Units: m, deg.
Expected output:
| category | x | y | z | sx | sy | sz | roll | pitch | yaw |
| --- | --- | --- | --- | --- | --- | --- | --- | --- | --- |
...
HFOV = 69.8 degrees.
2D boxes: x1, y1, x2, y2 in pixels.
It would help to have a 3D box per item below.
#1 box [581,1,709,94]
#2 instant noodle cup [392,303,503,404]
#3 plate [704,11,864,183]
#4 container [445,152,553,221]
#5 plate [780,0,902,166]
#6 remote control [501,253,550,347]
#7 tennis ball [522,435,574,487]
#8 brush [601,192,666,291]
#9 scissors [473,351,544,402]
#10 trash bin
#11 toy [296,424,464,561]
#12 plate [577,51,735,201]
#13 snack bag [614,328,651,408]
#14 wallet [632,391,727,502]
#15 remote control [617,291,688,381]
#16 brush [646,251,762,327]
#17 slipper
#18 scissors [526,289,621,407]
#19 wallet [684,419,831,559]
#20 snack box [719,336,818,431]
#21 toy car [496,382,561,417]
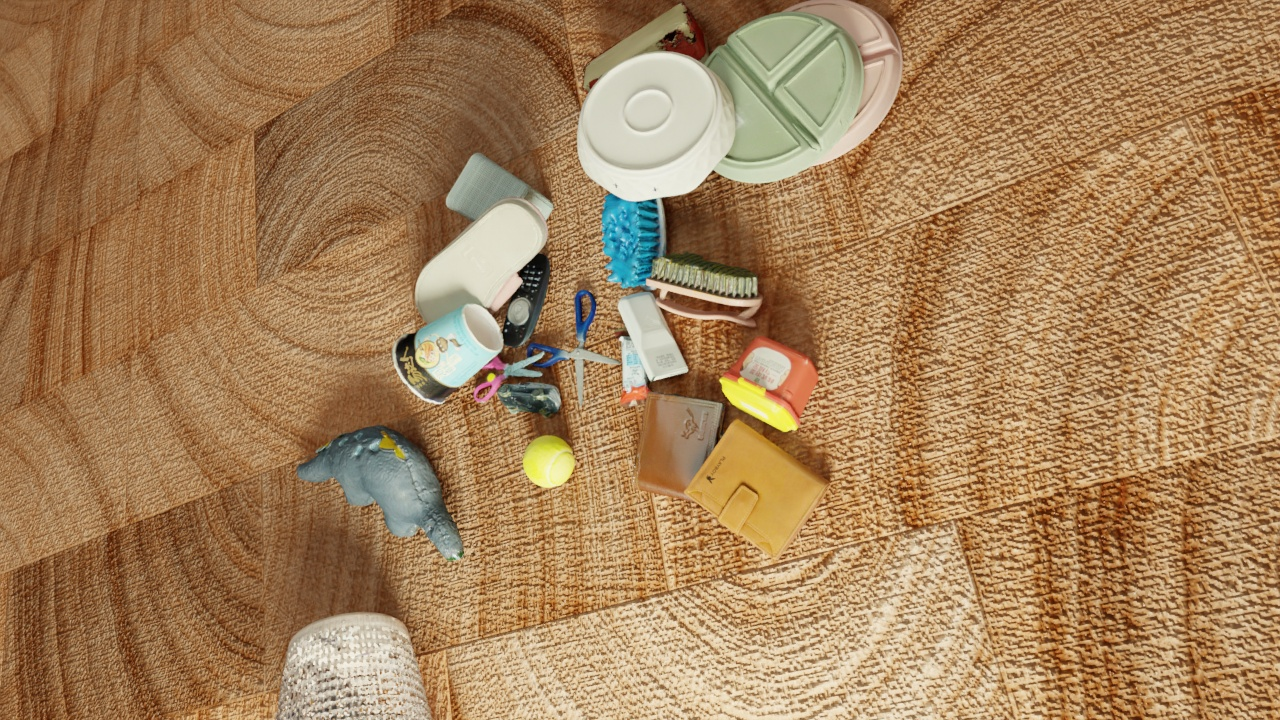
| category | x | y | z | sx | sy | sz | roll | pitch | yaw |
| --- | --- | --- | --- | --- | --- | --- | --- | --- | --- |
| box | 0.001 | -0.405 | 1.228 | 0.169 | 0.077 | 0.091 | -26 | 37 | 21 |
| instant noodle cup | -0.255 | -0.017 | 1.246 | 0.121 | 0.111 | 0.111 | -32 | 62 | 23 |
| plate | 0.160 | -0.329 | 1.129 | 0.231 | 0.027 | 0.230 | -10 | 70 | 28 |
| container | -0.194 | -0.222 | 1.295 | 0.111 | 0.090 | 0.090 | 32 | 92 | 29 |
| plate | 0.208 | -0.350 | 1.142 | 0.230 | 0.028 | 0.229 | -9 | 71 | 27 |
| remote control | -0.155 | -0.081 | 1.267 | 0.053 | 0.024 | 0.136 | 12 | 83 | 33 |
| tennis ball | -0.116 | 0.127 | 1.158 | 0.066 | 0.065 | 0.065 | -9 | 71 | 27 |
| brush | 0.003 | -0.239 | 1.195 | 0.061 | 0.109 | 0.314 | -8 | 79 | 36 |
| scissors | -0.180 | 0.005 | 1.254 | 0.138 | 0.017 | 0.093 | -26 | 58 | 29 |
| trash bin | -0.356 | 0.429 | 1.132 | 0.228 | 0.227 | 0.192 | -32 | 50 | 17 |
| toy | -0.355 | 0.165 | 1.269 | 0.357 | 0.091 | 0.138 | 21 | 98 | 34 |
| plate | 0.014 | -0.296 | 1.132 | 0.205 | 0.045 | 0.204 | -5 | 69 | 14 |
| snack bag | -0.007 | 0.007 | 1.156 | 0.048 | 0.026 | 0.104 | -9 | 69 | 6 |
| wallet | 0.047 | 0.103 | 1.096 | 0.101 | 0.032 | 0.124 | 6 | 81 | 27 |
| remote control | 0.014 | -0.032 | 1.145 | 0.049 | 0.024 | 0.124 | -15 | 63 | -18 |
| brush | 0.082 | -0.085 | 1.118 | 0.146 | 0.063 | 0.073 | 18 | 113 | 30 |
| slipper | -0.216 | -0.129 | 1.252 | 0.114 | 0.054 | 0.275 | 44 | 128 | -8 |
| scissors | -0.088 | -0.016 | 1.204 | 0.163 | 0.012 | 0.175 | -12 | 62 | 33 |
| wallet | 0.129 | 0.143 | 1.026 | 0.132 | 0.031 | 0.108 | 35 | 88 | 25 |
| snack box | 0.148 | 0.023 | 1.035 | 0.091 | 0.082 | 0.080 | 28 | 80 | 32 |
| toy car | -0.147 | 0.048 | 1.215 | 0.091 | 0.043 | 0.034 | 2 | 49 | 27 |
